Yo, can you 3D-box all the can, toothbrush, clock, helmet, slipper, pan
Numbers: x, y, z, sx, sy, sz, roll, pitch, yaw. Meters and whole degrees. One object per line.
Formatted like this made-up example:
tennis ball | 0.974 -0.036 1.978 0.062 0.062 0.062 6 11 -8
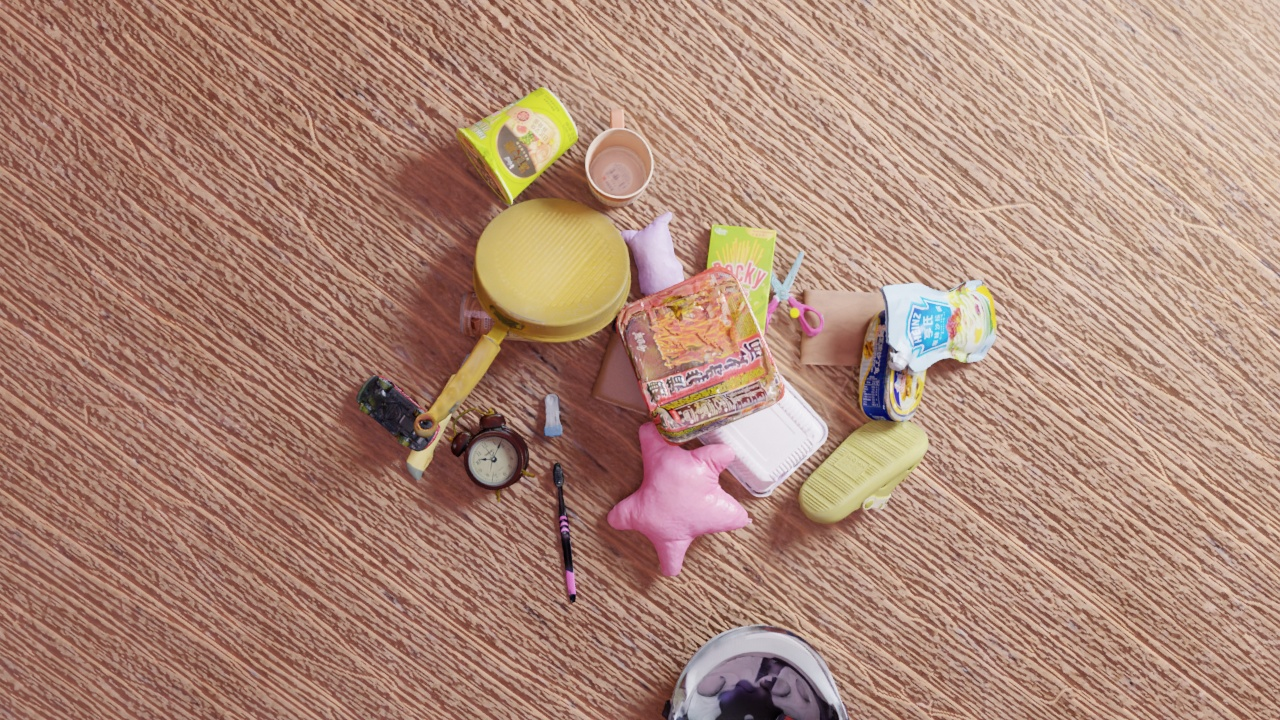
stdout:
can | -0.169 -0.055 1.174 0.116 0.058 0.058 4 92 -2
toothbrush | -0.099 0.229 1.210 0.014 0.018 0.189 -7 94 -4
clock | -0.194 0.116 1.182 0.082 0.055 0.122 -35 92 -1
helmet | 0.139 0.456 1.166 0.229 0.146 0.258 -3 84 -4
can | 0.328 0.006 1.187 0.074 0.049 0.148 12 85 -32
slipper | 0.291 0.153 1.200 0.190 0.091 0.082 -36 133 -10
pan | -0.155 -0.052 1.118 0.198 0.078 0.356 33 63 12

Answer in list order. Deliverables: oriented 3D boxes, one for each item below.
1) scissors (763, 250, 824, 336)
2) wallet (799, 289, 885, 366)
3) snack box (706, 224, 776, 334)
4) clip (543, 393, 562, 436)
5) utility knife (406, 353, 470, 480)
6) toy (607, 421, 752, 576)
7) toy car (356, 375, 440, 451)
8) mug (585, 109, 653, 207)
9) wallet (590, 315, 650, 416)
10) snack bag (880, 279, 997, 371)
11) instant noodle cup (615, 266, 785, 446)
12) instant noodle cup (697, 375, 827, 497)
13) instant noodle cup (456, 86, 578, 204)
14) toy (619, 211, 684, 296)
scissors | 0.181 -0.080 1.205 0.131 0.017 0.133 -34 81 12
wallet | 0.269 -0.042 1.215 0.115 0.020 0.101 3 91 -5
snack box | 0.126 -0.095 1.193 0.086 0.026 0.156 8 92 10
clip | -0.115 0.071 1.202 0.027 0.045 0.058 0 82 0
utility knife | -0.257 0.069 1.195 0.031 0.020 0.188 28 97 -7
toy | 0.055 0.188 1.182 0.178 0.074 0.195 20 101 8
toy car | -0.310 0.068 1.179 0.120 0.045 0.053 38 92 11
mug | -0.029 -0.253 1.149 0.081 0.106 0.114 -3 92 -3
wallet | -0.007 0.007 1.198 0.090 0.033 0.115 18 92 0
snack bag | 0.378 -0.046 1.166 0.190 0.039 0.110 -7 102 -33
instant noodle cup | 0.071 -0.005 1.131 0.164 0.079 0.188 -22 81 3
instant noodle cup | 0.151 0.082 1.194 0.138 0.060 0.173 -44 95 0
instant noodle cup | -0.148 -0.276 1.148 0.123 0.112 0.111 -38 93 -8
toy | 0.017 -0.128 1.190 0.084 0.038 0.108 -17 97 16
